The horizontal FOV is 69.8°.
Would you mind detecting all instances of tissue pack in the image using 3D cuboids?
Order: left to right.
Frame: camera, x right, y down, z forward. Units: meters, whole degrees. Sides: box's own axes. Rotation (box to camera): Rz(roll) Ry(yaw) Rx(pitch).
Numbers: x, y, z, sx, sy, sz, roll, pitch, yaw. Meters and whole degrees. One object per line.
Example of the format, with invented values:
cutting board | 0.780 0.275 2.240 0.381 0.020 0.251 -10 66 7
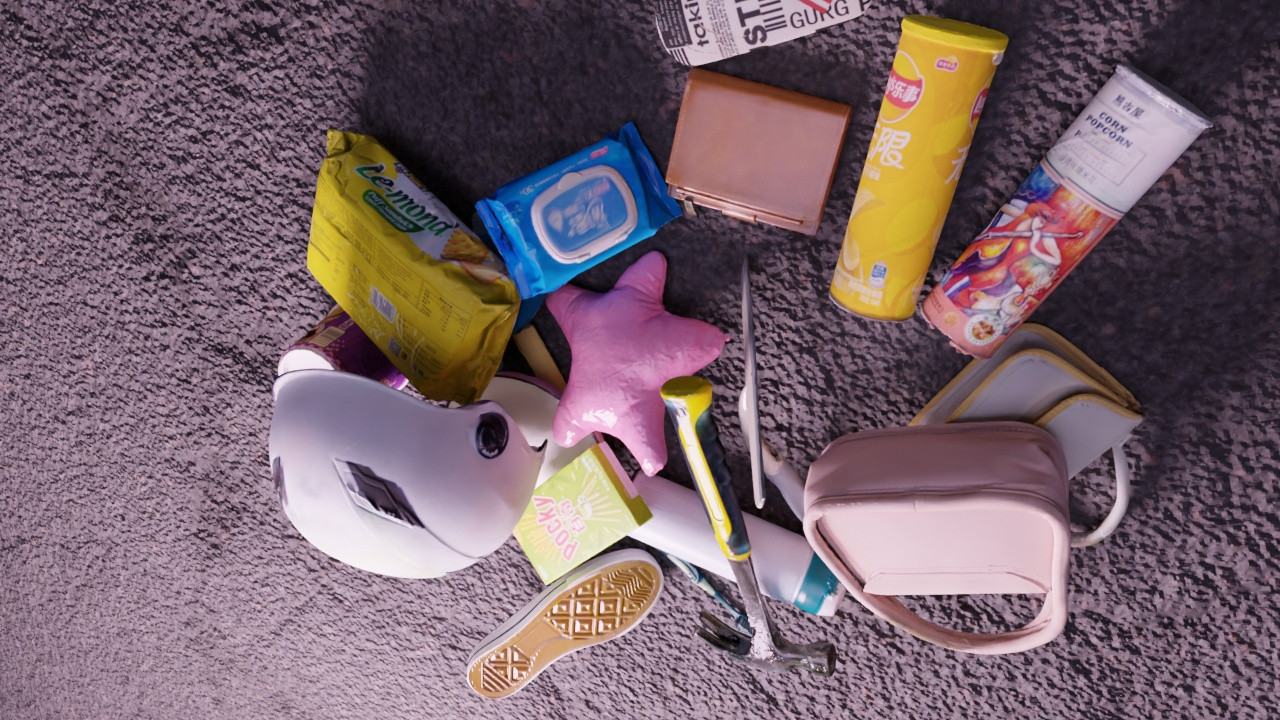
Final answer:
tissue pack | -0.048 -0.123 0.755 0.157 0.052 0.095 -30 105 -11

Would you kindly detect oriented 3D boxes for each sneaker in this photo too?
sneaker | -0.084 0.265 0.977 0.241 0.087 0.118 -36 111 10

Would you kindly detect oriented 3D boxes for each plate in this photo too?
plate | -0.108 0.089 0.919 0.193 0.038 0.193 13 124 21

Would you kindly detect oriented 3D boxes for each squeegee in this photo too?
squeegee | 0.117 0.082 0.783 0.039 0.245 0.247 -15 135 18

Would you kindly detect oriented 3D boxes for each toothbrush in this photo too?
toothbrush | 0.051 0.219 0.937 0.191 0.018 0.016 43 122 -2

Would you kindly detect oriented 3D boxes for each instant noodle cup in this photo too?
instant noodle cup | -0.303 0.006 0.933 0.112 0.099 0.112 10 119 18

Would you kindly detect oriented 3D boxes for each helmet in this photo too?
helmet | -0.217 0.115 0.815 0.229 0.258 0.145 -1 69 25

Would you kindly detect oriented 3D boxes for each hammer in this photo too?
hammer | 0.076 0.153 0.795 0.126 0.031 0.323 -4 122 28

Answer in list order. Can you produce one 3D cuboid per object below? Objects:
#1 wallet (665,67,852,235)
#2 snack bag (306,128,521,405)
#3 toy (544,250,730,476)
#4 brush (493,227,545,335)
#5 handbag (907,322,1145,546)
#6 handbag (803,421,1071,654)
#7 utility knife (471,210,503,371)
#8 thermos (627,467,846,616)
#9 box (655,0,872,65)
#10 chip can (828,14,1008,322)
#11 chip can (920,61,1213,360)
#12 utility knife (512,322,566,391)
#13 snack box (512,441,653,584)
wallet | 0.089 -0.158 0.729 0.131 0.035 0.119 18 118 13
snack bag | -0.214 -0.074 0.832 0.246 0.068 0.158 43 135 16
toy | -0.005 0.005 0.803 0.179 0.074 0.194 -11 78 26
brush | -0.104 -0.078 0.820 0.055 0.073 0.144 10 127 -27
handbag | 0.322 0.079 0.738 0.179 0.063 0.164 35 124 -1
handbag | 0.251 0.161 0.737 0.194 0.093 0.234 -8 123 30
utility knife | -0.150 -0.067 0.882 0.034 0.018 0.166 5 116 6
thermos | 0.088 0.175 0.873 0.224 0.073 0.073 21 120 12
box | 0.088 -0.261 0.665 0.165 0.064 0.074 -11 94 27
chip can | 0.198 -0.137 0.675 0.072 0.071 0.214 18 121 13
chip can | 0.293 -0.099 0.654 0.071 0.071 0.215 35 123 3
utility knife | -0.089 0.022 0.901 0.031 0.018 0.152 -16 105 32
snack box | -0.064 0.148 0.876 0.157 0.026 0.085 -38 81 39
